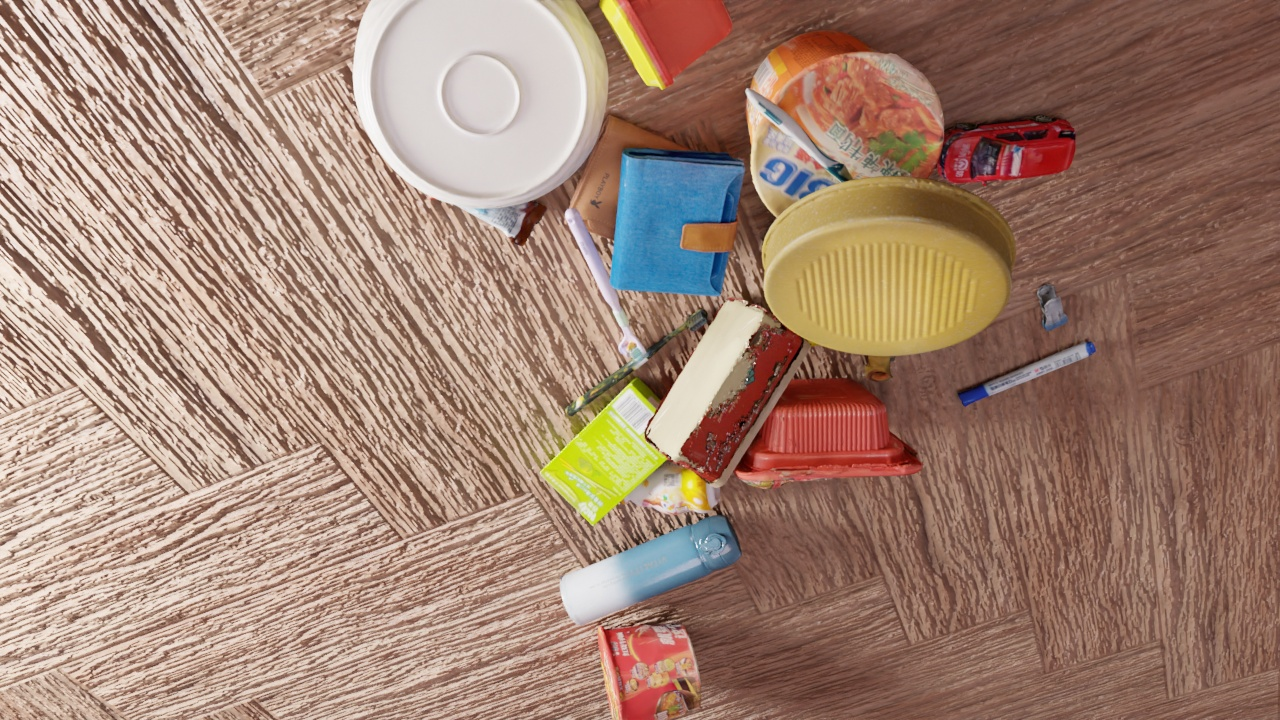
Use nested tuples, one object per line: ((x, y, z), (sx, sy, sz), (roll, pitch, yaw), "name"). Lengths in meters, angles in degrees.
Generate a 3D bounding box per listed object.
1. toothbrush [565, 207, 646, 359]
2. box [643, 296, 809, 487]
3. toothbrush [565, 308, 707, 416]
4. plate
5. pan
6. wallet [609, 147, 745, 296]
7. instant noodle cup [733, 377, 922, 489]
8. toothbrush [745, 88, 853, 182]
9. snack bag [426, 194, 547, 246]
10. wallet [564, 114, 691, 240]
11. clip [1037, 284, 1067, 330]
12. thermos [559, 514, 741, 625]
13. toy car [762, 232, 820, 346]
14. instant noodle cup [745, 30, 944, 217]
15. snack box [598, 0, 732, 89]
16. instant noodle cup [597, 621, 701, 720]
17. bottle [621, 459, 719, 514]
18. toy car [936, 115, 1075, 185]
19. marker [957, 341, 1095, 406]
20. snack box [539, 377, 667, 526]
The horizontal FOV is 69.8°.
((-0.034, -0.069, 0.862), (0.029, 0.021, 0.189), (0, 139, 23), "toothbrush")
((0.075, 0.026, 0.881), (0.078, 0.091, 0.168), (31, 91, -27), "box")
((-0.006, 0.006, 0.937), (0.186, 0.017, 0.012), (-36, 124, 19), "toothbrush")
((-0.126, -0.215, 0.731), (0.205, 0.045, 0.205), (-3, 118, -5), "plate")
((0.214, -0.043, 0.812), (0.198, 0.078, 0.358), (2, 150, 15), "pan")
((0.031, -0.118, 0.802), (0.106, 0.040, 0.133), (3, 127, -6), "wallet")
((0.177, 0.068, 0.928), (0.189, 0.164, 0.079), (-1, 103, -5), "instant noodle cup")
((0.150, -0.150, 0.701), (0.191, 0.016, 0.018), (33, 107, -26), "toothbrush")
((-0.137, -0.141, 0.811), (0.105, 0.026, 0.045), (27, 105, -23), "snack bag")
((0.010, -0.147, 0.821), (0.131, 0.031, 0.108), (20, 121, -17), "wallet")
((0.422, -0.051, 0.937), (0.024, 0.028, 0.057), (-24, 135, 13), "clip")
((0.013, 0.245, 1.085), (0.221, 0.070, 0.070), (-25, 125, 13), "thermos")
((0.166, -0.072, 0.884), (0.071, 0.041, 0.156), (-17, 127, 7), "toy car")
((0.155, -0.194, 0.749), (0.151, 0.111, 0.152), (-3, 126, -4), "instant noodle cup")
((0.021, -0.262, 0.702), (0.080, 0.091, 0.082), (-30, 123, 7), "snack box")
((0.011, 0.393, 1.158), (0.108, 0.137, 0.138), (-10, 127, -9), "instant noodle cup")
((0.031, 0.139, 1.012), (0.108, 0.063, 0.063), (-5, 128, 15), "bottle")
((0.326, -0.185, 0.815), (0.120, 0.045, 0.053), (-6, 125, 1), "toy car")
((0.414, 0.014, 0.986), (0.146, 0.016, 0.017), (-24, 125, 12), "marker")
((-0.028, 0.099, 0.977), (0.086, 0.026, 0.157), (44, 114, 0), "snack box")
